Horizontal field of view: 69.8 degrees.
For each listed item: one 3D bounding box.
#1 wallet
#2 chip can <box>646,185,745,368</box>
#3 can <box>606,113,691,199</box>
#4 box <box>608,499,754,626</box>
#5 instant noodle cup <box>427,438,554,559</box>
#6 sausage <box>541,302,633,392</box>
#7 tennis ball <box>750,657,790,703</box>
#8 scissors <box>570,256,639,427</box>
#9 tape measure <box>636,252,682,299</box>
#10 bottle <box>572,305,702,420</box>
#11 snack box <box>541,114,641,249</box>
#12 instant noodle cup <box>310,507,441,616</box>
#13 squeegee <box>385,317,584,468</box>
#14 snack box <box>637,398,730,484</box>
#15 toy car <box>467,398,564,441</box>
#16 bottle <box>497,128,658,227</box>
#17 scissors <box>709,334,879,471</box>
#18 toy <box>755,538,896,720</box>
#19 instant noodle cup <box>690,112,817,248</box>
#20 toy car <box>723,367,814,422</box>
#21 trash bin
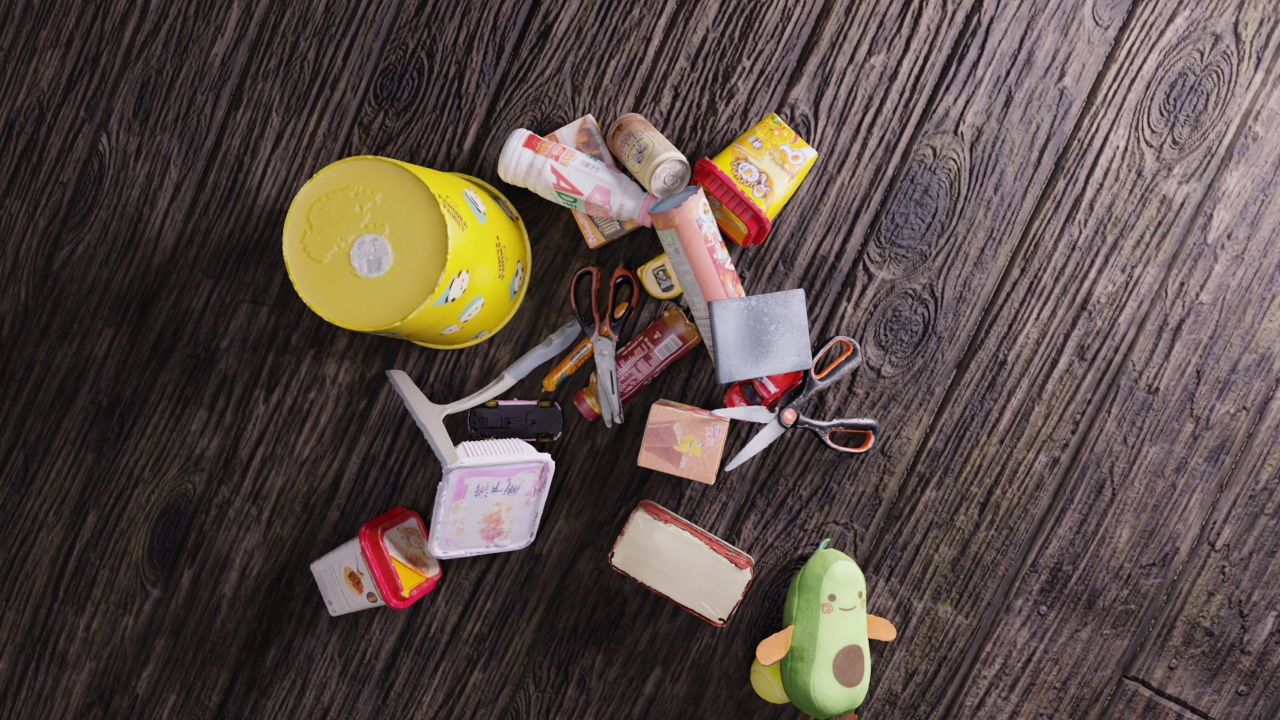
[{"bbox_3d":[0.138,-0.028,1.058,0.120,0.019,0.097,-8,97,-15],"label":"wallet"},{"bbox_3d":[0.079,-0.094,1.080,0.071,0.071,0.215,-23,111,8],"label":"chip can"},{"bbox_3d":[0.009,-0.246,1.100,0.058,0.058,0.116,-43,50,7],"label":"can"},{"bbox_3d":[0.051,0.249,1.132,0.168,0.079,0.091,28,96,5],"label":"box"},{"bbox_3d":[-0.190,0.163,1.127,0.137,0.060,0.174,-2,130,-25],"label":"instant noodle cup"},{"bbox_3d":[-0.067,-0.017,1.165,0.165,0.021,0.021,-44,87,8],"label":"sausage"},{"bbox_3d":[0.169,0.388,1.130,0.065,0.065,0.065,0,92,7],"label":"tennis ball"},{"bbox_3d":[-0.032,-0.028,1.121,0.194,0.015,0.206,-47,64,-1],"label":"scissors"},{"bbox_3d":[0.030,-0.105,1.145,0.060,0.029,0.057,-30,89,8],"label":"tape measure"},{"bbox_3d":[-0.007,0.007,1.140,0.175,0.057,0.057,-39,87,7],"label":"bottle"},{"bbox_3d":[-0.061,-0.224,1.153,0.075,0.026,0.153,-26,89,8],"label":"snack box"},{"bbox_3d":[-0.340,0.264,1.174,0.124,0.116,0.116,-24,89,20],"label":"instant noodle cup"},{"bbox_3d":[-0.171,0.018,1.147,0.246,0.246,0.039,-32,128,-14],"label":"squeegee"},{"bbox_3d":[0.055,0.096,1.118,0.094,0.092,0.077,14,94,7],"label":"snack box"},{"bbox_3d":[-0.159,0.077,1.175,0.122,0.037,0.056,0,95,-5],"label":"toy car"},{"bbox_3d":[-0.071,-0.215,1.110,0.197,0.068,0.068,23,95,2],"label":"bottle"},{"bbox_3d":[0.197,0.065,1.091,0.224,0.022,0.220,36,81,-18],"label":"scissors"},{"bbox_3d":[0.220,0.338,1.078,0.090,0.226,0.246,-4,84,51],"label":"toy"},{"bbox_3d":[0.136,-0.217,1.091,0.116,0.116,0.123,44,85,4],"label":"instant noodle cup"},{"bbox_3d":[0.157,0.027,1.127,0.120,0.045,0.053,-40,86,9],"label":"toy car"},{"bbox_3d":[-0.267,-0.125,1.069,0.230,0.255,0.229,0,92,7],"label":"trash bin"}]
